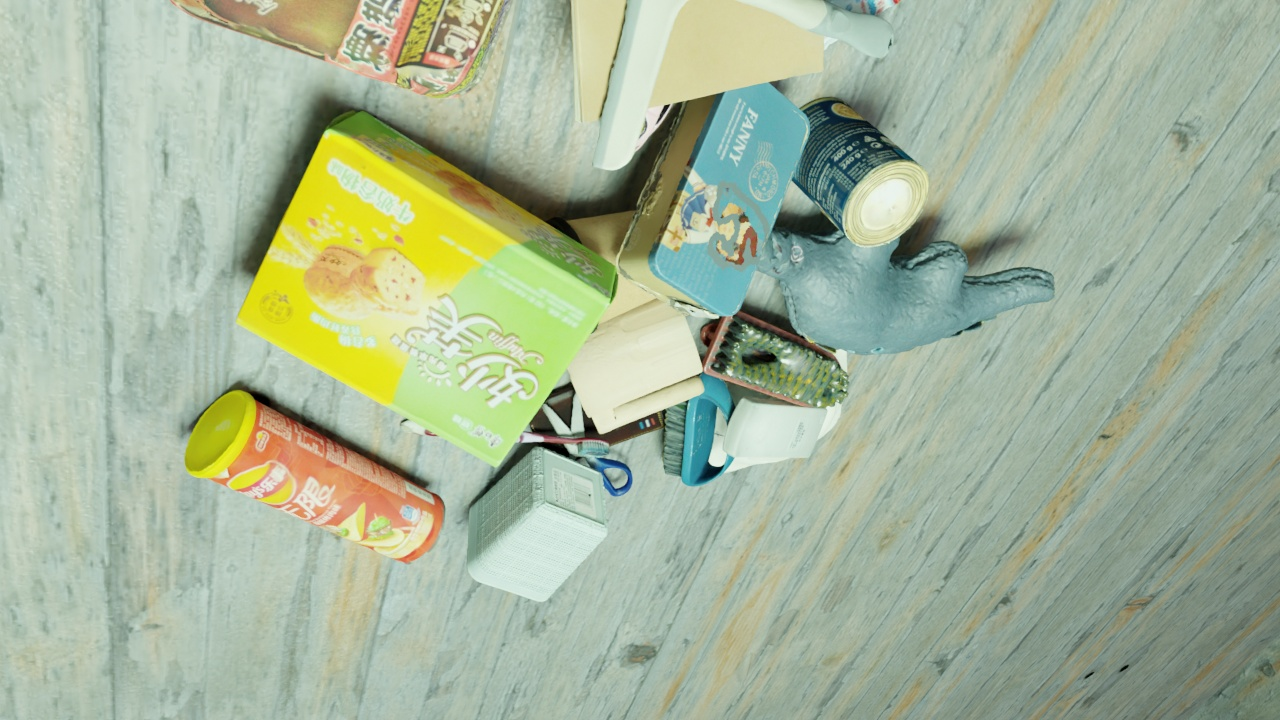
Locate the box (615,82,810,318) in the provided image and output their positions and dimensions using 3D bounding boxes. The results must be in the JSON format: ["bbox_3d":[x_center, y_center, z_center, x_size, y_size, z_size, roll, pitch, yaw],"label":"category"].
[{"bbox_3d":[0.056,-0.126,0.672,0.089,0.059,0.184,26,82,-33],"label":"box"}]

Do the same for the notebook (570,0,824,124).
[{"bbox_3d":[0.045,-0.243,0.581,0.211,0.012,0.150,-22,126,-31],"label":"notebook"}]

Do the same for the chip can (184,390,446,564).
[{"bbox_3d":[-0.259,0.102,0.759,0.073,0.073,0.216,-40,135,11],"label":"chip can"}]

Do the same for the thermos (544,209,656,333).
[{"bbox_3d":[-0.012,-0.079,0.717,0.143,0.093,0.093,-20,135,-22],"label":"thermos"}]

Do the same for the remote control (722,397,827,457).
[{"bbox_3d":[0.130,0.065,0.877,0.135,0.019,0.056,6,108,-47],"label":"remote control"}]

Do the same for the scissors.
[{"bbox_3d":[-0.065,0.094,0.871,0.147,0.012,0.169,-40,133,21],"label":"scissors"}]

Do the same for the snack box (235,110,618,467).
[{"bbox_3d":[-0.143,-0.046,0.628,0.210,0.070,0.158,31,113,-10],"label":"snack box"}]

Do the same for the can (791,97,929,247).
[{"bbox_3d":[0.165,-0.148,0.721,0.075,0.111,0.075,-14,133,-16],"label":"can"}]

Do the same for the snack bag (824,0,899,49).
[{"bbox_3d":[0.154,-0.260,0.677,0.105,0.026,0.045,-33,144,4],"label":"snack bag"}]

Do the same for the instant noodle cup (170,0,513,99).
[{"bbox_3d":[-0.155,-0.247,0.498,0.188,0.079,0.165,11,122,-35],"label":"instant noodle cup"}]

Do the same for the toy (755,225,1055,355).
[{"bbox_3d":[0.210,-0.063,0.822,0.355,0.091,0.138,8,144,-28],"label":"toy"}]

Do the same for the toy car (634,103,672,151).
[{"bbox_3d":[0.009,-0.201,0.636,0.037,0.056,0.123,12,122,-30],"label":"toy car"}]

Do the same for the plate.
[{"bbox_3d":[0.145,0.055,0.944,0.163,0.034,0.164,-19,135,-11],"label":"plate"}]

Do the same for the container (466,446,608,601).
[{"bbox_3d":[-0.093,0.148,0.849,0.090,0.090,0.112,26,123,-27],"label":"container"}]

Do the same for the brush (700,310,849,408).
[{"bbox_3d":[0.127,0.002,0.850,0.145,0.069,0.063,20,98,-24],"label":"brush"}]

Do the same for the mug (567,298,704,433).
[{"bbox_3d":[-0.005,0.005,0.781,0.103,0.084,0.125,-20,134,0],"label":"mug"}]

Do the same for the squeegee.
[{"bbox_3d":[0.102,-0.229,0.601,0.246,0.039,0.247,-1,114,-40],"label":"squeegee"}]

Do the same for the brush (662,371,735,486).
[{"bbox_3d":[0.060,0.068,0.880,0.055,0.073,0.144,-47,151,-41],"label":"brush"}]

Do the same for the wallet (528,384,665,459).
[{"bbox_3d":[-0.042,0.052,0.861,0.122,0.020,0.096,-21,135,-5],"label":"wallet"}]

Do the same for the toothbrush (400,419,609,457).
[{"bbox_3d":[-0.117,0.070,0.815,0.187,0.017,0.016,8,131,-17],"label":"toothbrush"}]
